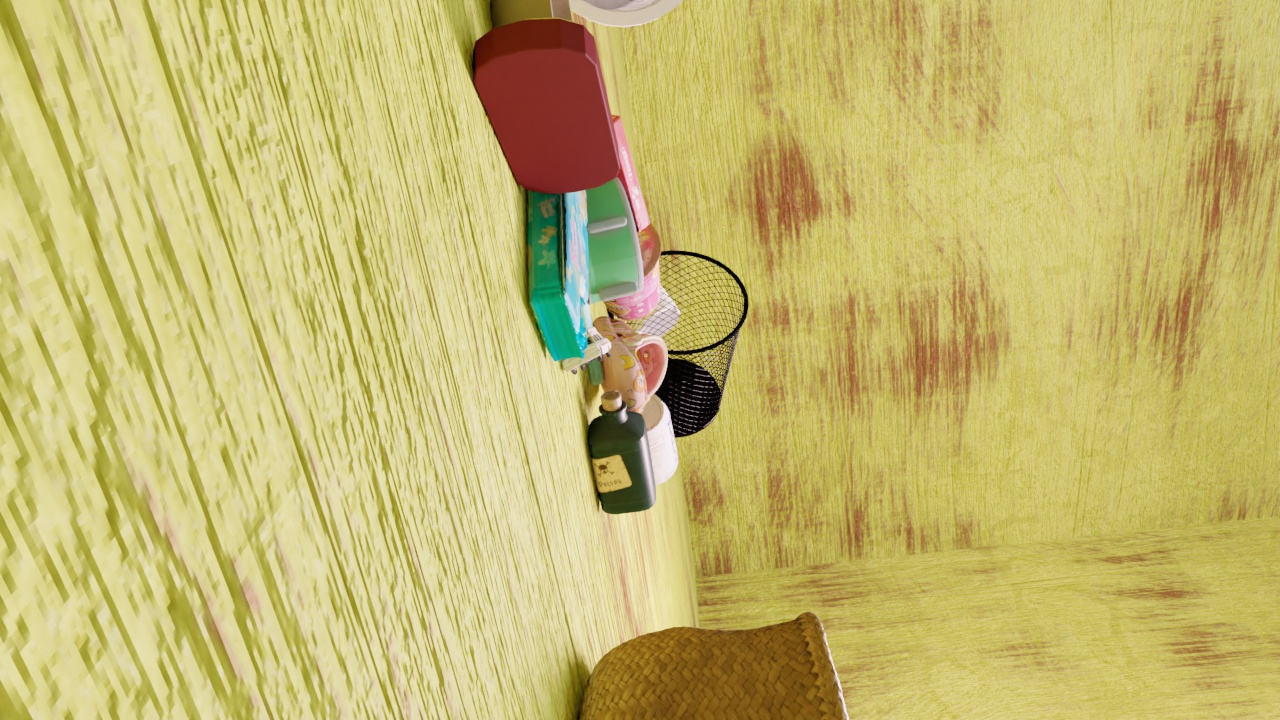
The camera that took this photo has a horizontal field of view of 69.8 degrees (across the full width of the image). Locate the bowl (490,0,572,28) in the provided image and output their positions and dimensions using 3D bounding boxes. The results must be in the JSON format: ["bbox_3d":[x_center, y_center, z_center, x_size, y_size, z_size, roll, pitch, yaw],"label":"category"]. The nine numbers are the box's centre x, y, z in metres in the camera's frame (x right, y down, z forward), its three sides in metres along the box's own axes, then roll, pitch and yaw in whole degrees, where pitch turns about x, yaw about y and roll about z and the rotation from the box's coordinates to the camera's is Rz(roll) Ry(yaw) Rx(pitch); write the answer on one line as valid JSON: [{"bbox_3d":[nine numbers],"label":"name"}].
[{"bbox_3d":[-0.085,-0.264,0.733,0.152,0.050,0.152,-5,88,-86],"label":"bowl"}]

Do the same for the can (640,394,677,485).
[{"bbox_3d":[0.006,0.106,1.231,0.136,0.078,0.078,78,7,-53],"label":"can"}]

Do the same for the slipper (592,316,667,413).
[{"bbox_3d":[-0.006,0.006,1.061,0.197,0.081,0.093,-117,-161,-68],"label":"slipper"}]

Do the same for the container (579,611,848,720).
[{"bbox_3d":[0.060,0.360,0.705,0.307,0.196,0.307,-4,86,-88],"label":"container"}]

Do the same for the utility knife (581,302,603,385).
[{"bbox_3d":[-0.056,-0.029,1.015,0.022,0.015,0.126,-53,138,-60],"label":"utility knife"}]

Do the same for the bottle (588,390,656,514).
[{"bbox_3d":[-0.021,0.092,0.962,0.061,0.061,0.131,-93,175,-61],"label":"bottle"}]

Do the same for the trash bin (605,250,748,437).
[{"bbox_3d":[0.046,-0.011,1.264,0.211,0.184,0.183,90,-3,-50],"label":"trash bin"}]

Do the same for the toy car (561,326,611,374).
[{"bbox_3d":[-0.054,-0.012,0.883,0.039,0.039,0.113,62,5,-1],"label":"toy car"}]

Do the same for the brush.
[{"bbox_3d":[-0.064,-0.184,0.663,0.173,0.082,0.041,73,11,-69],"label":"brush"}]

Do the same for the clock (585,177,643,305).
[{"bbox_3d":[-0.048,-0.130,0.946,0.161,0.075,0.122,-115,-167,-60],"label":"clock"}]

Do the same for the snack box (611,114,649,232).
[{"bbox_3d":[-0.042,-0.204,0.979,0.021,0.089,0.133,-45,138,-27],"label":"snack box"}]

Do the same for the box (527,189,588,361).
[{"bbox_3d":[-0.069,-0.117,0.783,0.094,0.041,0.226,76,8,-58],"label":"box"}]

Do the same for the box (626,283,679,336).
[{"bbox_3d":[-0.012,-0.059,1.395,0.140,0.141,0.084,53,-14,27],"label":"box"}]

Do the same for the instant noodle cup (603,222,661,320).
[{"bbox_3d":[-0.017,-0.101,1.069,0.109,0.098,0.097,69,14,-64],"label":"instant noodle cup"}]

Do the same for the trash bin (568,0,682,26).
[{"bbox_3d":[-0.033,-0.483,1.062,0.199,0.195,0.195,-117,-162,-73],"label":"trash bin"}]
